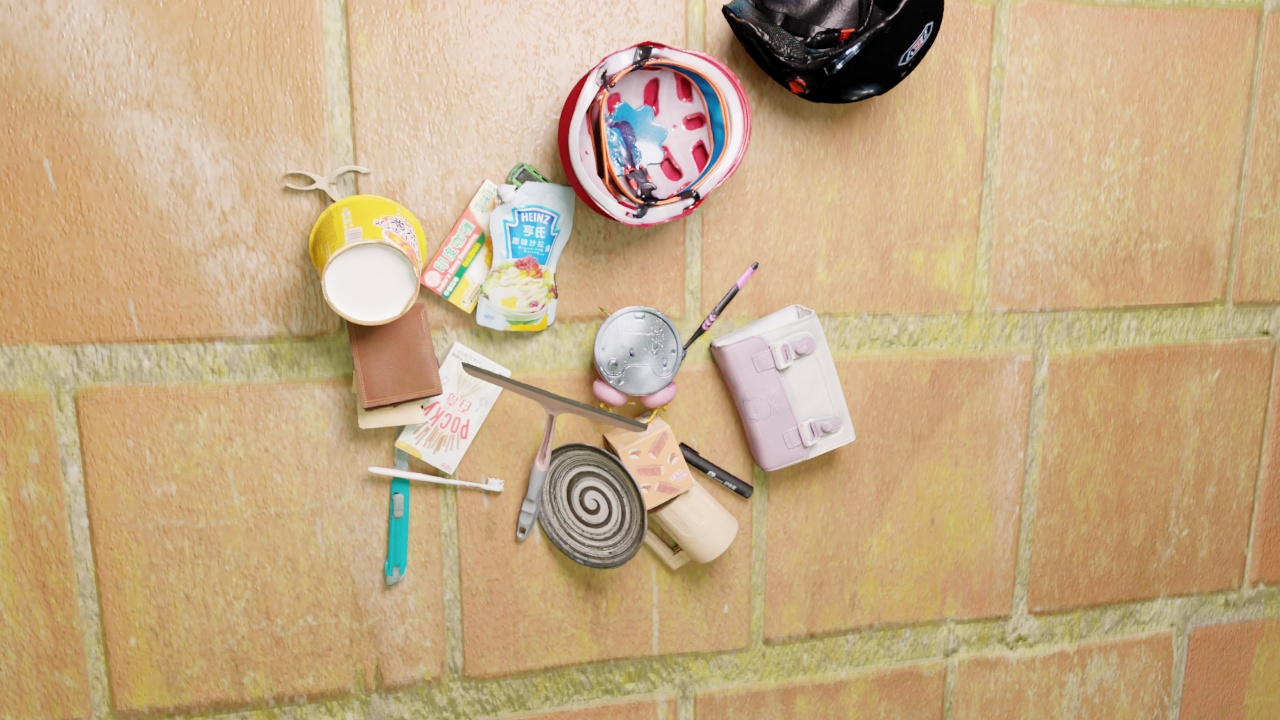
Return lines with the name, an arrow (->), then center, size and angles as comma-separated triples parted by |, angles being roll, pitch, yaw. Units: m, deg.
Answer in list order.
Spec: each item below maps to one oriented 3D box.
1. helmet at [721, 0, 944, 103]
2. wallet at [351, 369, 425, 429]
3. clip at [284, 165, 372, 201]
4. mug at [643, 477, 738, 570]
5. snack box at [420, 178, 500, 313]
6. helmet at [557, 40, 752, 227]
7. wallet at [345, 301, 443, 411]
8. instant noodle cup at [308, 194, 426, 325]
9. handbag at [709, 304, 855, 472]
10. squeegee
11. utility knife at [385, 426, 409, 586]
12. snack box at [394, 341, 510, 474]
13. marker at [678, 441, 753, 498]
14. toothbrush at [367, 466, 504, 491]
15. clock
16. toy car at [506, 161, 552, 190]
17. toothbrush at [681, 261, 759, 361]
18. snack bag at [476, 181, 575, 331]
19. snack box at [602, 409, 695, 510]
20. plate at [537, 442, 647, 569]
helmet -> 0.245, -0.420, 1.093 | 0.234, 0.274, 0.230 | -49, 134, 10
wallet -> -0.321, 0.027, 1.160 | 0.087, 0.024, 0.115 | -4, 85, -10
clip -> -0.371, -0.201, 1.111 | 0.103, 0.035, 0.093 | -17, 103, -5
mug -> 0.056, 0.228, 1.279 | 0.125, 0.084, 0.103 | -36, 107, 24
snack box -> -0.207, -0.144, 1.163 | 0.077, 0.027, 0.156 | 33, 92, -17
helmet -> 0.003, -0.275, 1.130 | 0.239, 0.144, 0.207 | -23, 106, -22
wallet -> -0.305, -0.005, 1.140 | 0.101, 0.032, 0.124 | -12, 84, -11
instant noodle cup -> -0.318, -0.112, 1.082 | 0.138, 0.109, 0.138 | -8, 122, -14
handbag -> 0.197, 0.040, 1.263 | 0.145, 0.098, 0.197 | -22, 105, -2
squeegee -> -0.132, 0.135, 1.207 | 0.248, 0.040, 0.250 | 19, 119, 5
utility knife -> -0.319, 0.194, 1.210 | 0.029, 0.013, 0.216 | 2, 96, -17
snack box -> -0.244, 0.062, 1.195 | 0.084, 0.027, 0.157 | 30, 91, -17
marker -> 0.105, 0.156, 1.301 | 0.132, 0.020, 0.022 | 32, 63, -16
toothbrush -> -0.267, 0.153, 1.208 | 0.180, 0.016, 0.016 | 11, 89, -20
clock -> -0.007, 0.007, 1.210 | 0.117, 0.060, 0.158 | 1, 87, -10
toy car -> -0.127, -0.212, 1.165 | 0.091, 0.036, 0.043 | 36, 90, -21
toothbrush -> 0.102, -0.062, 1.257 | 0.014, 0.018, 0.189 | 40, 89, -15
snack bag -> -0.144, -0.131, 1.153 | 0.110, 0.039, 0.191 | 4, 111, -23
snack box -> 0.010, 0.132, 1.234 | 0.077, 0.093, 0.094 | -26, 106, -8
plate -> -0.065, 0.192, 1.222 | 0.180, 0.024, 0.179 | 8, 107, 27
